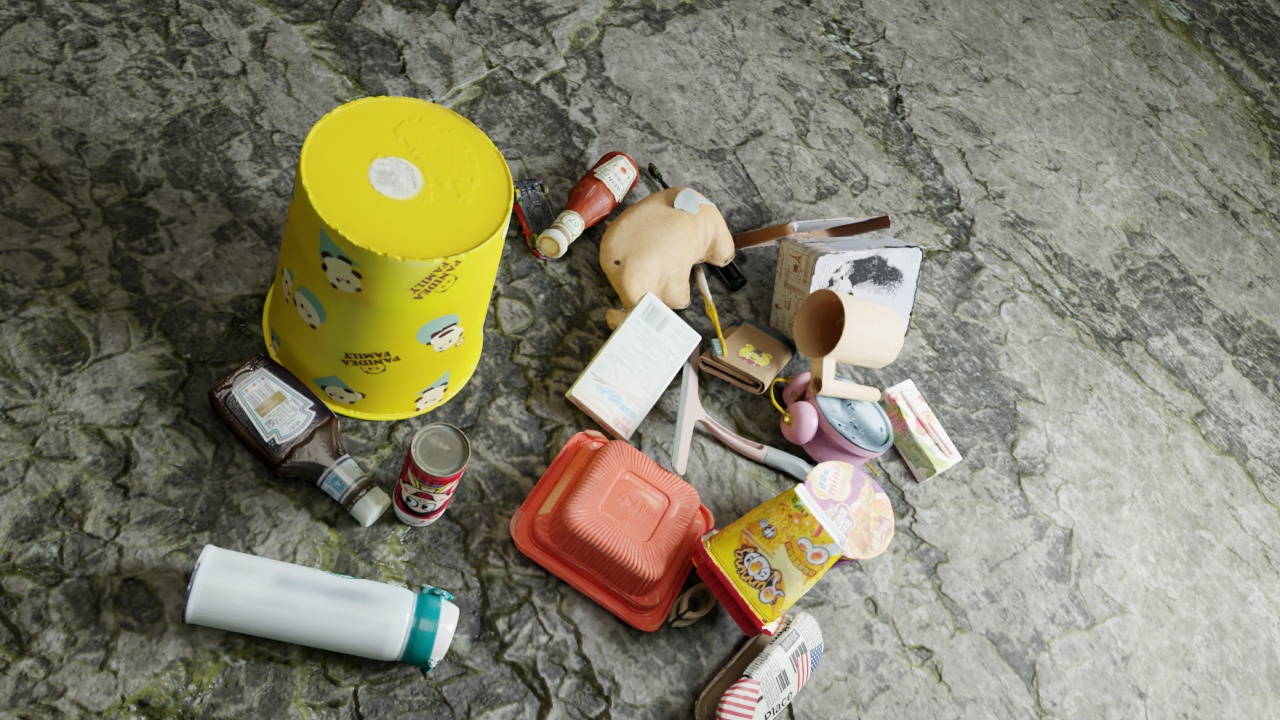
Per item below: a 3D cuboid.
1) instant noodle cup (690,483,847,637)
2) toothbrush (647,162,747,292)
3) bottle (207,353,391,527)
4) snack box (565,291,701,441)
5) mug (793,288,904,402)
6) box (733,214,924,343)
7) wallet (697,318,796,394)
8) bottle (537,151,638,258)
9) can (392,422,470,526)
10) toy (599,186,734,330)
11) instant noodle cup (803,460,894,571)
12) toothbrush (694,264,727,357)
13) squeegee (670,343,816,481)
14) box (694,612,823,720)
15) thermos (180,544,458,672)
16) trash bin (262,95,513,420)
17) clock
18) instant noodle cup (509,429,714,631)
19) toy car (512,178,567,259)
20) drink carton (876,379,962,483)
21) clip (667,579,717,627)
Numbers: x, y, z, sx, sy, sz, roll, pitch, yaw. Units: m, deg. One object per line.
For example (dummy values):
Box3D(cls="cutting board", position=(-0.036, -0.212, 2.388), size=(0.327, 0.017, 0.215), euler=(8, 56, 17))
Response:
Box3D(cls="instant noodle cup", position=(0.132, 0.191, 0.907), size=(0.124, 0.116, 0.116), euler=(-41, 78, 10))
Box3D(cls="toothbrush", position=(0.071, -0.181, 1.215), size=(0.026, 0.027, 0.212), euler=(-35, 76, 1))
Box3D(cls="bottle", position=(-0.320, 0.081, 0.880), size=(0.195, 0.044, 0.079), euler=(42, 62, 4))
Box3D(cls="snack box", position=(-0.006, 0.006, 1.036), size=(0.084, 0.027, 0.156), euler=(41, 69, -11))
Box3D(cls="mug", position=(0.246, -0.016, 1.081), size=(0.103, 0.084, 0.124), euler=(9, 80, -33))
Box3D(cls="box", position=(0.234, -0.121, 1.208), size=(0.182, 0.156, 0.192), euler=(-5, 22, -26))
Box3D(cls="wallet", position=(0.129, -0.006, 1.103), size=(0.090, 0.033, 0.115), euler=(27, 35, 15))
Box3D(cls="bottle", position=(-0.065, -0.191, 1.125), size=(0.060, 0.060, 0.205), euler=(34, 44, -1))
Box3D(cls="can", position=(-0.198, 0.110, 0.858), size=(0.053, 0.133, 0.053), euler=(11, 57, -17))
Box3D(cls="toy", position=(0.013, -0.124, 1.122), size=(0.143, 0.083, 0.225), euler=(39, 65, 10))
Box3D(cls="instant noodle cup", position=(0.203, 0.181, 1.007), size=(0.111, 0.099, 0.111), euler=(12, 55, -18))
Box3D(cls="toothbrush", position=(0.081, -0.064, 1.119), size=(0.018, 0.016, 0.191), euler=(1, 38, -10))
Box3D(cls="squeegee", position=(0.141, 0.102, 1.066), size=(0.249, 0.040, 0.247), euler=(29, 35, -13))
Box3D(cls="box", position=(0.130, 0.315, 0.908), size=(0.163, 0.081, 0.075), euler=(-33, 82, -37))
Box3D(cls="thermos", position=(-0.273, 0.216, 0.804), size=(0.224, 0.073, 0.073), euler=(16, 56, -14))
Box3D(cls="trash bin", position=(-0.241, -0.098, 0.890), size=(0.229, 0.256, 0.229), euler=(11, 58, -18))
Box3D(cls="clock", position=(0.221, 0.068, 1.090), size=(0.158, 0.060, 0.117), euler=(30, 36, -11))
Box3D(cls="instant noodle cup", position=(-0.019, 0.161, 0.938), size=(0.189, 0.079, 0.164), euler=(33, 53, 0))
Box3D(cls="toy car", position=(-0.126, -0.172, 1.122), size=(0.049, 0.031, 0.106), euler=(-19, 81, -35))
Box3D(cls="drink carton", position=(0.348, 0.088, 1.159), size=(0.053, 0.046, 0.122), euler=(-18, 69, -32))
Box3D(cls="clip", position=(0.066, 0.241, 0.955), size=(0.096, 0.035, 0.061), euler=(-31, 75, -39))
